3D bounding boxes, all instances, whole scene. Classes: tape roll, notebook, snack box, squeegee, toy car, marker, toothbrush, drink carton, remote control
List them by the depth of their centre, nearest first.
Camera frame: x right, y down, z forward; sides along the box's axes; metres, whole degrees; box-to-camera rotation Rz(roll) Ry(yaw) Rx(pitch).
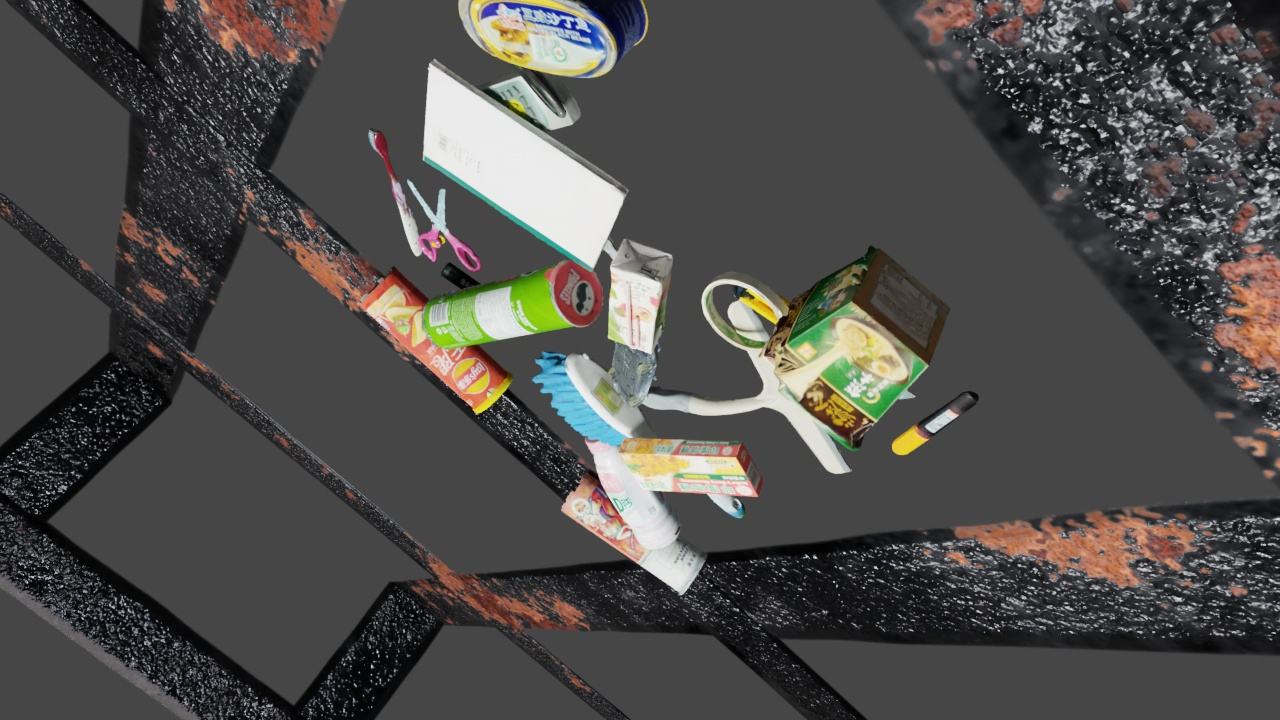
[{"bbox_3d":[0.181,-0.016,0.742,0.117,0.118,0.106,39,140,-5],"label":"snack box"},{"bbox_3d":[-0.124,-0.270,0.759,0.181,0.018,0.016,47,140,-7],"label":"toothbrush"},{"bbox_3d":[-0.113,-0.228,0.824,0.135,0.019,0.056,1,135,45],"label":"remote control"},{"bbox_3d":[0.269,0.057,0.841,0.018,0.015,0.124,34,147,1],"label":"marker"},{"bbox_3d":[0.096,-0.043,0.844,0.086,0.013,0.086,26,145,20],"label":"tape roll"},{"bbox_3d":[-0.116,-0.177,0.871,0.209,0.012,0.151,34,153,0],"label":"notebook"},{"bbox_3d":[-0.002,-0.059,0.910,0.053,0.045,0.123,21,147,10],"label":"drink carton"},{"bbox_3d":[0.069,0.042,0.998,0.247,0.039,0.246,-1,134,46],"label":"squeegee"},{"bbox_3d":[-0.006,0.006,1.016,0.054,0.036,0.121,53,153,22],"label":"toy car"},{"bbox_3d":[-0.280,-0.189,1.053,0.017,0.016,0.188,31,150,25],"label":"toothbrush"},{"bbox_3d":[0.057,0.123,1.071,0.156,0.026,0.077,-2,138,32],"label":"snack box"},{"bbox_3d":[-0.183,-0.074,1.111,0.132,0.020,0.022,34,160,1],"label":"marker"}]

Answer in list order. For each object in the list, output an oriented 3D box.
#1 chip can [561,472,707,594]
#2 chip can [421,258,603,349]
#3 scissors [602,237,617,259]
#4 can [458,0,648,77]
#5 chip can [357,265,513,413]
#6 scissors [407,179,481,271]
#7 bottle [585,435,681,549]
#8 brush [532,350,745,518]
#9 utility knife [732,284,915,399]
[{"bbox_3d":[-0.010,0.251,1.336,0.215,0.071,0.071,34,150,5],"label":"chip can"},{"bbox_3d":[-0.149,-0.059,1.022,0.237,0.072,0.072,-8,129,43],"label":"chip can"},{"bbox_3d":[-0.032,-0.118,0.903,0.173,0.014,0.141,30,151,9],"label":"scissors"},{"bbox_3d":[-0.068,-0.263,0.701,0.148,0.049,0.075,20,146,25],"label":"can"},{"bbox_3d":[-0.270,-0.026,1.215,0.216,0.073,0.073,44,149,-13],"label":"chip can"},{"bbox_3d":[-0.224,-0.149,1.055,0.124,0.017,0.134,35,146,5],"label":"scissors"},{"bbox_3d":[-0.012,0.168,1.232,0.068,0.068,0.197,3,133,43],"label":"bottle"},{"bbox_3d":[0.002,0.098,1.135,0.110,0.060,0.314,-12,128,48],"label":"brush"},{"bbox_3d":[0.165,-0.018,0.839,0.197,0.015,0.033,34,150,3],"label":"utility knife"}]
